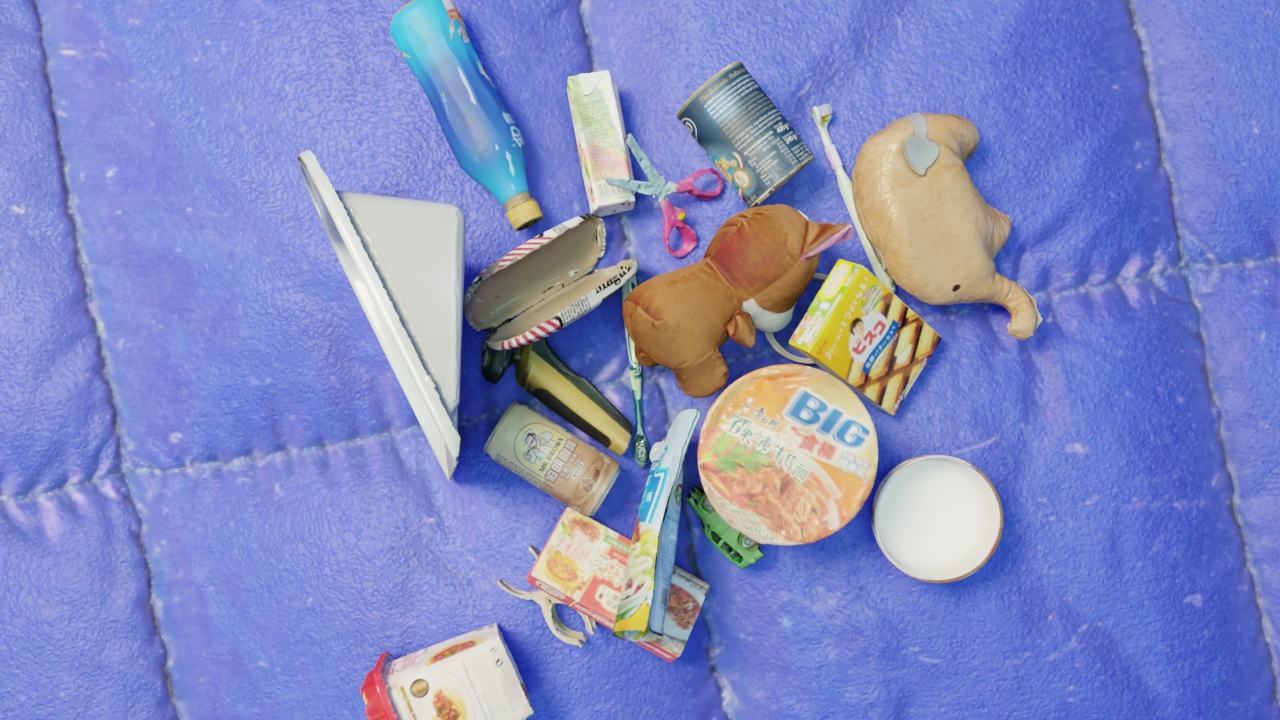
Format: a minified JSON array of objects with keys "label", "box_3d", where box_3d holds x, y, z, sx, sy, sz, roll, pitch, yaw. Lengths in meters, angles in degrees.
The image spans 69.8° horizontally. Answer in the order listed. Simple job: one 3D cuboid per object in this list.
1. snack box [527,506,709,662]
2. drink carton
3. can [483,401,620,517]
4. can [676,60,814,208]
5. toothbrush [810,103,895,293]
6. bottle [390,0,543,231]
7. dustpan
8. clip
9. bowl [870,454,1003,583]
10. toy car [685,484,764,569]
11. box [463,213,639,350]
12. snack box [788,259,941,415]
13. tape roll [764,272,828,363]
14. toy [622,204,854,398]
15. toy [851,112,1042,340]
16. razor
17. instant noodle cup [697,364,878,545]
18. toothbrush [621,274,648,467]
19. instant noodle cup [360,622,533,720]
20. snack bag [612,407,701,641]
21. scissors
[{"label":"snack box","box_3d":[-0.019,0.203,0.835,0.153,0.026,0.075,29,58,0]},{"label":"drink carton","box_3d":[-0.034,-0.198,0.840,0.045,0.053,0.122,-11,90,-4]},{"label":"can","box_3d":[-0.080,0.090,0.835,0.116,0.058,0.058,31,89,0]},{"label":"can","box_3d":[0.096,-0.202,0.829,0.075,0.075,0.111,-38,90,-1]},{"label":"toothbrush","box_3d":[0.201,-0.149,0.857,0.020,0.029,0.189,-20,91,42]},{"label":"bottle","box_3d":[-0.152,-0.220,0.833,0.065,0.065,0.218,-27,89,-1]},{"label":"dustpan","box_3d":[-0.219,-0.038,0.762,0.142,0.223,0.257,4,78,-12]},{"label":"clip","box_3d":[-0.083,0.222,0.848,0.100,0.034,0.072,44,90,5]},{"label":"bowl","box_3d":[0.262,0.140,0.834,0.113,0.062,0.113,0,88,0]},{"label":"toy car","box_3d":[0.076,0.152,0.843,0.036,0.043,0.091,-42,90,0]},{"label":"box","box_3d":[-0.070,-0.060,0.802,0.088,0.076,0.162,35,51,24]},{"label":"snack box","box_3d":[0.202,-0.018,0.814,0.140,0.034,0.087,32,90,-34]},{"label":"tape roll","box_3d":[0.158,-0.040,0.859,0.086,0.014,0.086,0,90,0]},{"label":"toy","box_3d":[0.085,-0.059,0.802,0.199,0.140,0.130,-47,127,-6]},{"label":"toy","box_3d":[0.274,-0.112,0.826,0.143,0.082,0.226,-23,91,-7]},{"label":"razor","box_3d":[-0.077,0.028,0.840,0.167,0.062,0.067,39,57,-5]},{"label":"instant noodle cup","box_3d":[0.121,0.079,0.809,0.151,0.111,0.151,0,90,0]},{"label":"toothbrush","box_3d":[-0.005,0.005,0.856,0.016,0.018,0.191,-4,90,0]},{"label":"instant noodle cup","box_3d":[-0.168,0.299,0.814,0.124,0.116,0.116,-25,90,-13]},{"label":"snack bag","box_3d":[0.014,0.141,0.787,0.039,0.110,0.190,12,67,-1]},{"label":"scissors","box_3d":[0.027,-0.158,0.827,0.113,0.017,0.134,-45,128,-11]}]
